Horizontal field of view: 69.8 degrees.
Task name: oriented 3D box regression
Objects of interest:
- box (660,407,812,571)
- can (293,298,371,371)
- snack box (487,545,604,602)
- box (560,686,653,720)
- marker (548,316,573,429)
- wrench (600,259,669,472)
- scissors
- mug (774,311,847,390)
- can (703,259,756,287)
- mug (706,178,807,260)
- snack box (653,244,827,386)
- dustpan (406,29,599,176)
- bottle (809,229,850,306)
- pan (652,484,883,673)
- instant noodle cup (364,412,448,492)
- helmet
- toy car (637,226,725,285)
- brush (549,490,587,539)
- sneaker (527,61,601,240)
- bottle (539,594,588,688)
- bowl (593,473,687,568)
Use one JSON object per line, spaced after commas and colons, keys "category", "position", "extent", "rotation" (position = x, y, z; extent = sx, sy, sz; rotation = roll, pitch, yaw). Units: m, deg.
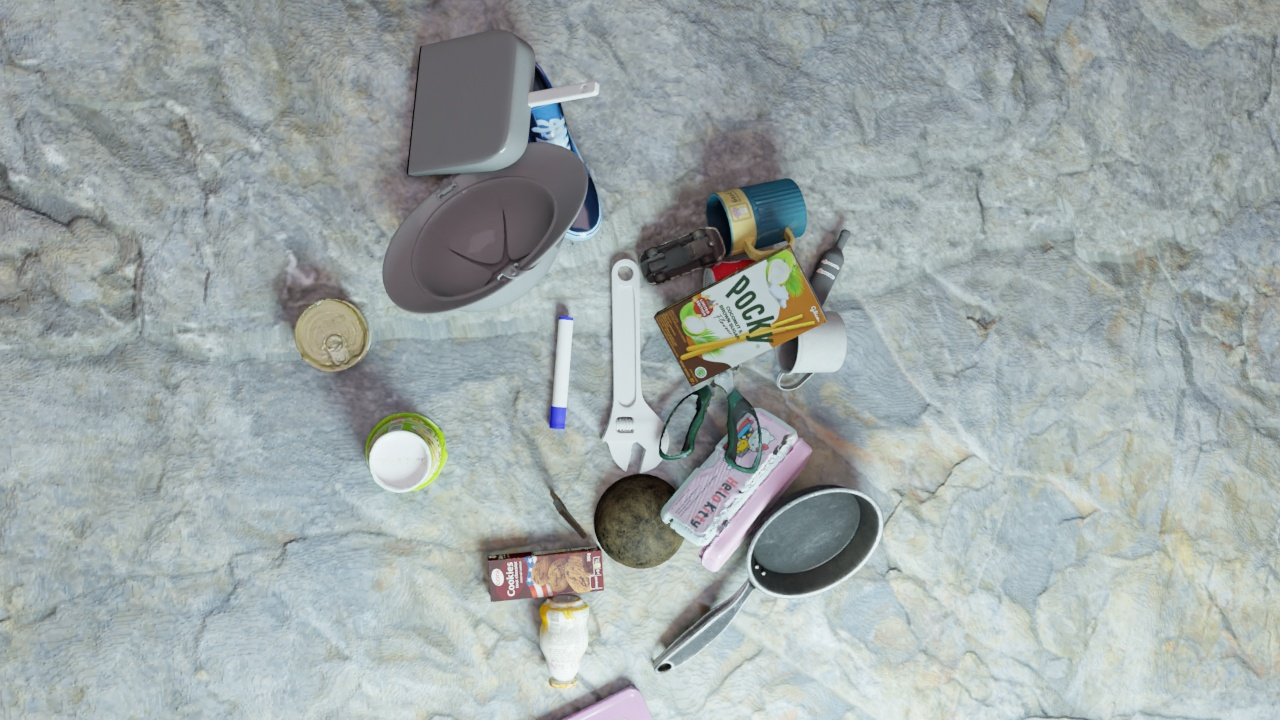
{"category": "box", "position": [0.119, 0.159, 1.166], "extent": [0.102, 0.087, 0.201], "rotation": [39, 70, 15]}
{"category": "can", "position": [-0.367, -0.030, 1.098], "extent": [0.086, 0.043, 0.086], "rotation": [0, 90, -10]}
{"category": "snack box", "position": [-0.119, 0.267, 1.150], "extent": [0.141, 0.032, 0.051], "rotation": [-3, 91, -10]}
{"category": "box", "position": [-0.070, 0.519, 1.156], "extent": [0.214, 0.049, 0.150], "rotation": [-24, 98, -10]}
{"category": "marker", "position": [-0.100, 0.016, 1.160], "extent": [0.020, 0.020, 0.141], "rotation": [4, 89, -11]}
{"category": "wrench", "position": [-0.007, 0.007, 1.179], "extent": [0.086, 0.018, 0.273], "rotation": [0, 89, -10]}
{"category": "scissors", "position": [0.081, 0.048, 1.174], "extent": [0.147, 0.015, 0.209], "rotation": [-7, 66, 10]}
{"category": "mug", "position": [0.217, -0.011, 1.193], "extent": [0.070, 0.084, 0.113], "rotation": [-1, 120, -13]}
{"category": "can", "position": [0.138, -0.098, 1.180], "extent": [0.104, 0.064, 0.064], "rotation": [-5, 91, -10]}
{"category": "mug", "position": [0.153, -0.172, 1.165], "extent": [0.107, 0.083, 0.113], "rotation": [-14, 53, -14]}
{"category": "snack box", "position": [0.122, -0.054, 1.131], "extent": [0.186, 0.031, 0.101], "rotation": [-27, 98, 15]}
{"category": "dustpan", "position": [-0.162, -0.302, 1.063], "extent": [0.258, 0.033, 0.163], "rotation": [1, 84, 33]}
{"category": "bottle", "position": [0.250, -0.122, 1.218], "extent": [0.030, 0.030, 0.113], "rotation": [28, 85, -9]}
{"category": "pan", "position": [0.154, 0.282, 1.177], "extent": [0.357, 0.055, 0.187], "rotation": [-37, 126, 8]}
{"category": "instant noodle cup", "position": [-0.280, 0.113, 1.082], "extent": [0.099, 0.108, 0.099], "rotation": [0, 90, -10]}
{"category": "helmet", "position": [-0.168, -0.133, 1.101], "extent": [0.271, 0.118, 0.183], "rotation": [-37, 61, -4]}
{"category": "toy car", "position": [0.053, -0.133, 1.170], "extent": [0.113, 0.040, 0.048], "rotation": [-19, 88, 14]}
{"category": "brush", "position": [-0.094, 0.176, 1.098], "extent": [0.008, 0.143, 0.045], "rotation": [-42, 106, -7]}
{"category": "sneaker", "position": [-0.116, -0.260, 1.116], "extent": [0.083, 0.098, 0.241], "rotation": [-25, 95, -10]}
{"category": "bottle", "position": [-0.095, 0.349, 1.139], "extent": [0.063, 0.063, 0.109], "rotation": [1, 90, -11]}
{"category": "bowl", "position": [0.005, 0.207, 1.160], "extent": [0.121, 0.056, 0.121], "rotation": [0, 90, -10]}
